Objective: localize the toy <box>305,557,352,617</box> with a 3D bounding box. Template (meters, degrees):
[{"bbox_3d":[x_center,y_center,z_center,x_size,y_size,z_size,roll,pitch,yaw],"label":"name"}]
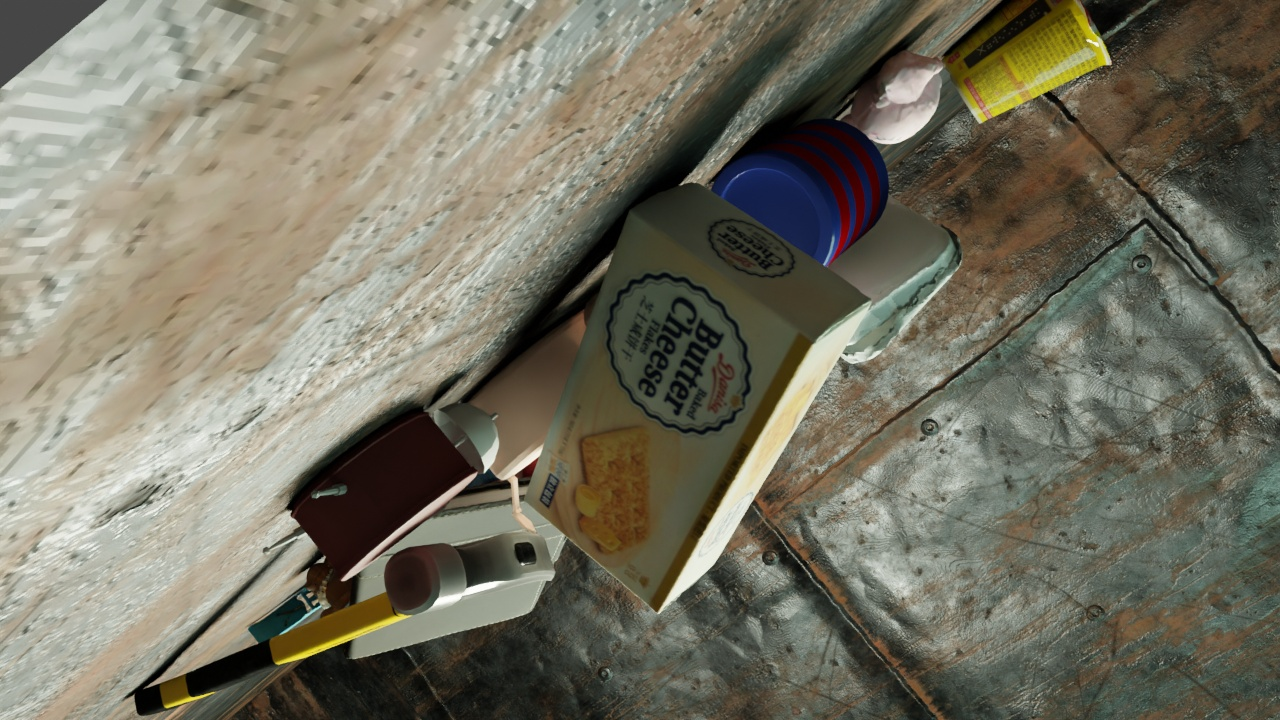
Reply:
[{"bbox_3d":[-0.221,0.161,0.729,0.055,0.041,0.101,21,-122,43],"label":"toy"}]

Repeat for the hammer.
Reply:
[{"bbox_3d":[-0.201,0.175,0.590,0.325,0.034,0.169,-25,165,20],"label":"hammer"}]

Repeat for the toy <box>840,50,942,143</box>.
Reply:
[{"bbox_3d":[0.166,-0.167,0.605,0.063,0.047,0.110,-31,-179,1],"label":"toy"}]

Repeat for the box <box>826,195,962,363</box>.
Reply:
[{"bbox_3d":[0.118,-0.074,0.590,0.118,0.063,0.213,-45,-157,11],"label":"box"}]

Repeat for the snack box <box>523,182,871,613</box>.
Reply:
[{"bbox_3d":[0.018,0.027,0.465,0.057,0.104,0.208,-33,154,-46],"label":"snack box"}]

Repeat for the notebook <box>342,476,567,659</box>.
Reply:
[{"bbox_3d":[-0.137,0.158,0.701,0.169,0.029,0.210,-8,146,-27],"label":"notebook"}]

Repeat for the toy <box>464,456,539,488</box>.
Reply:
[{"bbox_3d":[-0.105,0.114,0.738,0.132,0.097,0.124,-22,180,22],"label":"toy"}]

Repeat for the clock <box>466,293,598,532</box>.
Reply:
[{"bbox_3d":[-0.044,0.025,0.590,0.160,0.086,0.131,-46,177,3],"label":"clock"}]

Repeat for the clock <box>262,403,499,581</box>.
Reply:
[{"bbox_3d":[-0.121,0.063,0.465,0.087,0.044,0.124,-41,177,37],"label":"clock"}]

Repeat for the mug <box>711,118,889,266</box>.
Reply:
[{"bbox_3d":[0.078,-0.080,0.523,0.076,0.075,0.112,-37,179,-45],"label":"mug"}]

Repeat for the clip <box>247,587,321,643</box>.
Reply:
[{"bbox_3d":[-0.288,0.205,0.815,0.119,0.033,0.120,-46,174,34],"label":"clip"}]

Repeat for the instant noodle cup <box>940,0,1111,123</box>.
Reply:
[{"bbox_3d":[0.329,-0.267,0.798,0.113,0.100,0.100,-32,-179,28],"label":"instant noodle cup"}]
